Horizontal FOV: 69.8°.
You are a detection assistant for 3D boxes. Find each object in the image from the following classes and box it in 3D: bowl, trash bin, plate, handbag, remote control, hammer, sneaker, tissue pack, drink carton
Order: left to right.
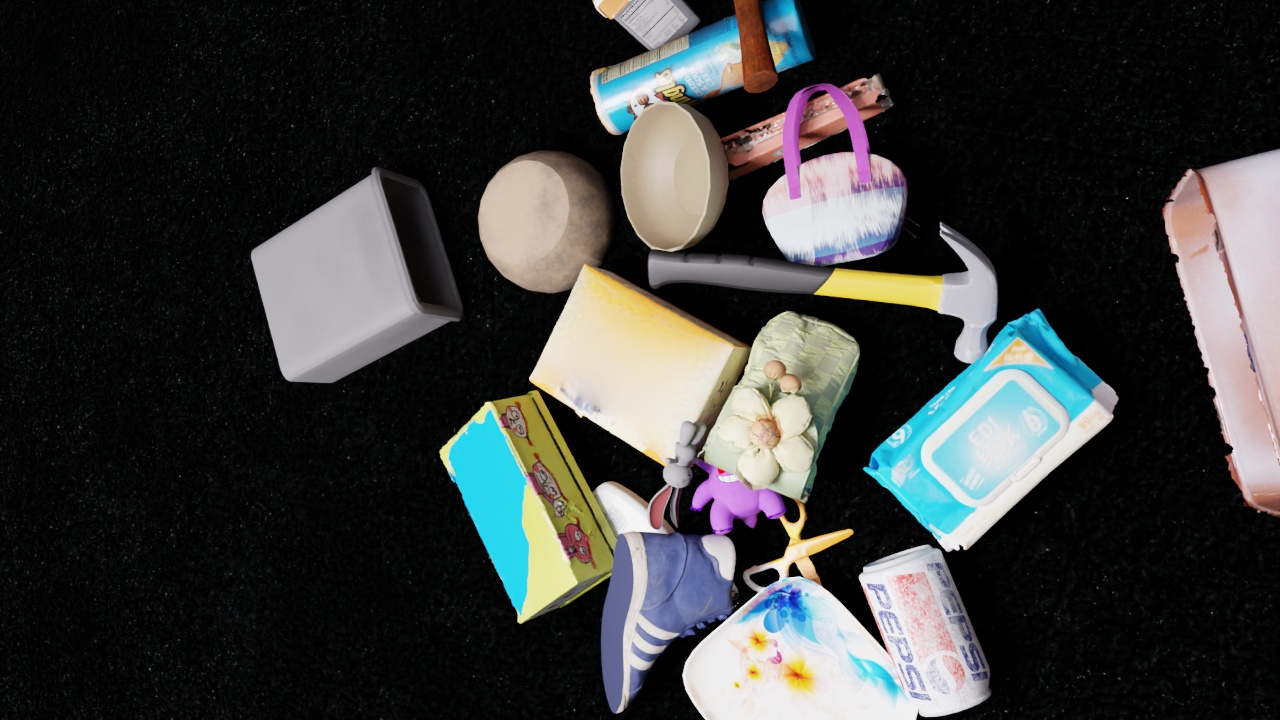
[{"bbox_3d":[-0.350,-0.097,1.127,0.220,0.097,0.191,-24,77,23],"label":"trash bin"},{"bbox_3d":[-0.113,-0.160,1.033,0.162,0.070,0.162,-2,86,25],"label":"bowl"},{"bbox_3d":[-0.010,0.179,0.988,0.114,0.028,0.060,39,104,22],"label":"remote control"},{"bbox_3d":[0.006,-0.373,0.960,0.076,0.124,0.048,-41,71,17],"label":"drink carton"},{"bbox_3d":[0.032,0.263,0.946,0.091,0.118,0.233,-119,30,-54],"label":"sneaker"},{"bbox_3d":[0.043,-0.190,0.953,0.152,0.050,0.152,19,113,52],"label":"bowl"},{"bbox_3d":[0.102,-0.381,0.909,0.111,0.028,0.300,-17,57,22],"label":"hammer"},{"bbox_3d":[0.134,0.037,0.872,0.113,0.117,0.186,21,79,17],"label":"handbag"},{"bbox_3d":[0.153,0.320,0.897,0.187,0.016,0.187,-45,81,16],"label":"plate"},{"bbox_3d":[0.164,-0.075,0.857,0.324,0.029,0.127,7,123,14],"label":"hammer"},{"bbox_3d":[0.183,-0.179,0.881,0.145,0.068,0.170,-9,94,24],"label":"handbag"},{"bbox_3d":[0.313,0.064,0.817,0.117,0.066,0.209,44,103,4],"label":"tissue pack"},{"bbox_3d":[0.512,-0.025,0.677,0.158,0.181,0.259,-13,81,22],"label":"trash bin"}]

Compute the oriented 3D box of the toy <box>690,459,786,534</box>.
[{"bbox_3d":[0.100,0.127,0.925,0.106,0.056,0.088,-18,68,6],"label":"toy"}]

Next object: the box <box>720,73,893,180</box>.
[{"bbox_3d":[0.158,-0.242,0.928,0.187,0.060,0.057,-20,47,22],"label":"box"}]

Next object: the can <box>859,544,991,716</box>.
[{"bbox_3d":[0.259,0.243,0.833,0.078,0.078,0.136,-25,77,22],"label":"can"}]

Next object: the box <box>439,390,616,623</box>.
[{"bbox_3d":[-0.121,0.156,0.999,0.125,0.082,0.221,-44,67,36],"label":"box"}]

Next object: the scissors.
[{"bbox_3d":[0.154,0.192,0.921,0.130,0.011,0.125,-34,72,22],"label":"scissors"}]

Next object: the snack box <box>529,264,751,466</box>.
[{"bbox_3d":[-0.006,0.006,0.967,0.195,0.080,0.145,30,100,23],"label":"snack box"}]

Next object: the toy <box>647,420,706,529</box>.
[{"bbox_3d":[0.037,0.112,0.906,0.030,0.049,0.112,27,104,41],"label":"toy"}]

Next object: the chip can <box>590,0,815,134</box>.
[{"bbox_3d":[0.063,-0.308,0.957,0.230,0.079,0.079,-15,81,23],"label":"chip can"}]
